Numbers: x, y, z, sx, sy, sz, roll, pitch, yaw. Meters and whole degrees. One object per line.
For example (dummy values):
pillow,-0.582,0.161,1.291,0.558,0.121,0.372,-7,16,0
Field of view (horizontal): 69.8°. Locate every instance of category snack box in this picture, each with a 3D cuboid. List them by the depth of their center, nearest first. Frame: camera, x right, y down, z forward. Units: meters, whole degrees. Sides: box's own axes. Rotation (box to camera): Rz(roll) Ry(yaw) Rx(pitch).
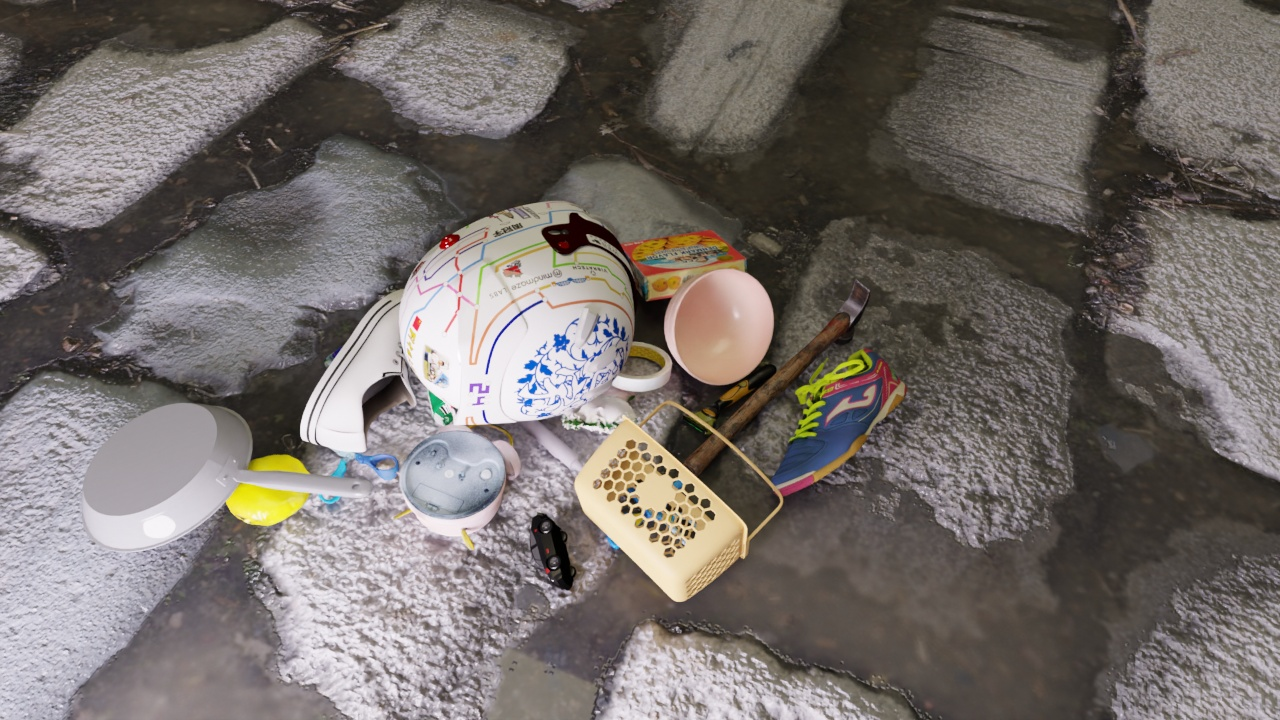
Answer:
snack box,0.056,-0.133,1.265,0.142,0.040,0.145,-10,26,-12

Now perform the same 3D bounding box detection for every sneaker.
sneaker,0.223,0.070,1.115,0.241,0.117,0.091,-39,90,-33
sneaker,-0.310,0.014,1.129,0.097,0.091,0.244,19,47,7

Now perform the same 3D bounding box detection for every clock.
clock,-0.205,0.131,1.062,0.117,0.059,0.157,18,52,10

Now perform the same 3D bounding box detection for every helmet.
helmet,-0.119,-0.048,1.074,0.313,0.232,0.236,-20,51,-32

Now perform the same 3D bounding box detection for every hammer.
hammer,0.172,0.026,1.146,0.033,0.120,0.329,40,66,20

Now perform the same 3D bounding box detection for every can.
can,-0.239,0.033,1.141,0.053,0.053,0.101,-12,53,-13

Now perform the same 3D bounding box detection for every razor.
razor,0.120,0.045,1.163,0.143,0.021,0.044,-33,42,-24
razor,-0.360,-0.035,1.213,0.044,0.018,0.140,33,57,21

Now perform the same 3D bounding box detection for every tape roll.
tape roll,-0.007,0.007,1.178,0.094,0.019,0.093,4,32,-3

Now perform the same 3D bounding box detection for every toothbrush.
toothbrush,-0.102,0.105,1.113,0.188,0.018,0.019,38,60,24

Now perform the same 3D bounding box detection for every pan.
pan,-0.466,0.124,1.020,0.357,0.051,0.200,0,49,16

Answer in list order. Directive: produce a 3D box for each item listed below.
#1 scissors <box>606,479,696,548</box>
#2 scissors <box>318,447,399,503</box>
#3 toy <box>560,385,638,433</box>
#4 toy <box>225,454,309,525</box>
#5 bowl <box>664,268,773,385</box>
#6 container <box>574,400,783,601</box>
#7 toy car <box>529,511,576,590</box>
scissors,0.016,0.178,1.064,0.130,0.014,0.125,35,59,18
scissors,-0.340,0.115,1.099,0.119,0.014,0.129,-7,47,-5
toy,-0.045,0.057,1.143,0.096,0.041,0.108,8,35,4
toy,-0.426,0.146,1.049,0.095,0.041,0.094,16,48,10
bowl,0.090,-0.048,1.185,0.152,0.153,0.076,-25,22,-21
container,0.042,0.144,1.005,0.166,0.129,0.183,-42,66,-17
toy car,-0.100,0.213,1.013,0.036,0.042,0.091,-25,53,9
